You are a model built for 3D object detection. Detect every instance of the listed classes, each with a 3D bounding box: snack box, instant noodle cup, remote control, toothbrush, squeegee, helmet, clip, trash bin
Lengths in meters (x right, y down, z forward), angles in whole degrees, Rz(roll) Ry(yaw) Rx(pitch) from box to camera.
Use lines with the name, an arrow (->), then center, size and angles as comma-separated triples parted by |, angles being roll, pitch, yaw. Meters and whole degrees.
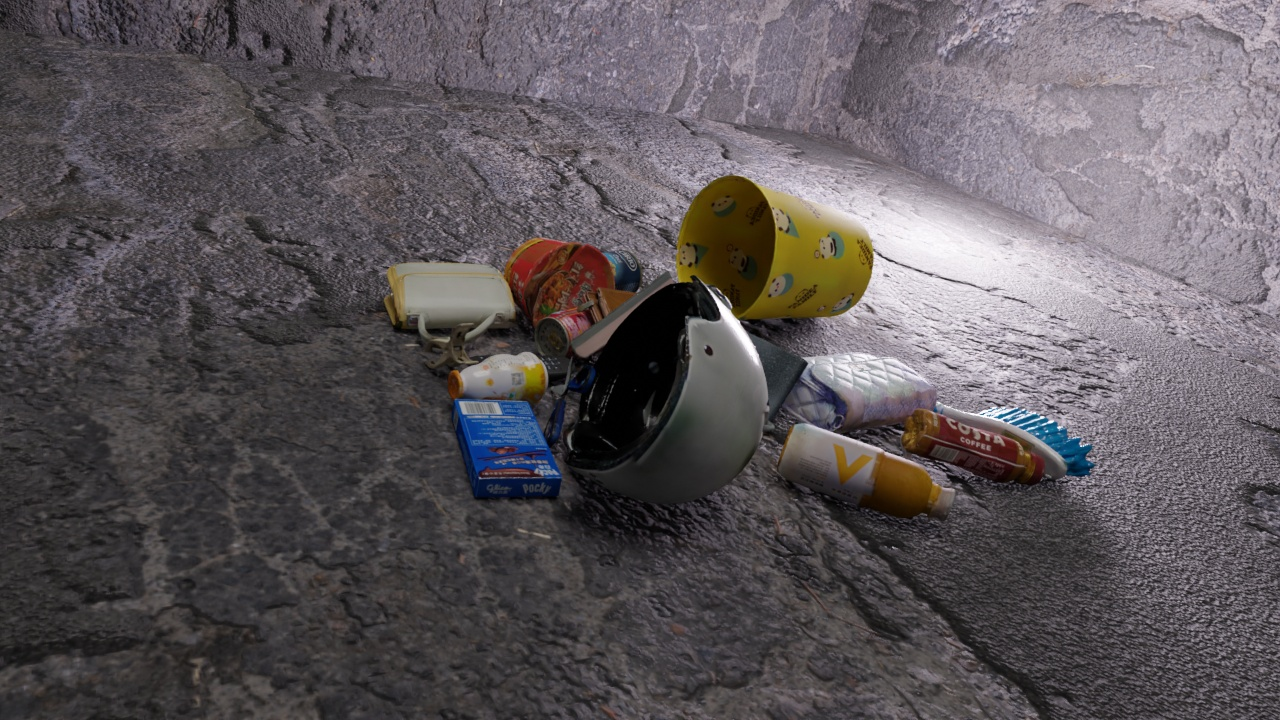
snack box -> -0.141, 0.088, 0.949 | 0.084, 0.026, 0.157 | 3, 26, -22
instant noodle cup -> -0.119, -0.109, 1.284 | 0.137, 0.138, 0.108 | -2, 19, -31
remote control -> -0.146, 0.012, 1.123 | 0.136, 0.024, 0.053 | 0, 28, -25
toothbrush -> 0.323, 0.131, 1.114 | 0.016, 0.016, 0.179 | 10, 24, 7
squeegee -> 0.063, 0.016, 1.158 | 0.249, 0.040, 0.246 | 39, 39, 9
helmet -> 0.042, 0.046, 0.940 | 0.157, 0.230, 0.274 | 37, 10, -13
clip -> -0.221, -0.013, 1.078 | 0.034, 0.071, 0.100 | -4, -5, -33
trash bin -> 0.227, -0.169, 1.499 | 0.254, 0.230, 0.229 | 2, 25, -37

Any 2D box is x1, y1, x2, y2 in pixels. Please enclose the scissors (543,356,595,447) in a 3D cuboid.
scissors -> -0.082, 0.034, 1.029 | 0.012, 0.165, 0.162 | 30, 48, -14

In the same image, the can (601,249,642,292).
can -> -0.062, -0.129, 1.421 | 0.075, 0.075, 0.111 | 30, 29, 34

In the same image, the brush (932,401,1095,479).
brush -> 0.451, 0.079, 1.257 | 0.109, 0.061, 0.315 | -10, 30, -36

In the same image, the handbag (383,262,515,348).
handbag -> -0.247, -0.072, 1.217 | 0.163, 0.063, 0.178 | -2, 31, -24

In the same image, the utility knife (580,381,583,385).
utility knife -> -0.007, 0.007, 1.218 | 0.034, 0.018, 0.237 | 22, 23, 20

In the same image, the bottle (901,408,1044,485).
bottle -> 0.414, 0.112, 1.136 | 0.175, 0.058, 0.057 | 19, 23, -9

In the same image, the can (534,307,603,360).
can -> -0.087, -0.035, 1.206 | 0.066, 0.067, 0.093 | 28, 27, 30

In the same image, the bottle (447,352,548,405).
bottle -> -0.162, 0.024, 1.038 | 0.108, 0.063, 0.063 | -5, 30, -34

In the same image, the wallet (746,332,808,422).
wallet -> 0.143, 0.018, 1.190 | 0.121, 0.097, 0.019 | 29, -11, 34

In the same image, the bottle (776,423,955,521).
bottle -> 0.249, 0.128, 1.015 | 0.189, 0.068, 0.067 | 19, 24, 13

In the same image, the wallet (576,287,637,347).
wallet -> -0.017, -0.034, 1.192 | 0.118, 0.035, 0.130 | 2, 57, -43

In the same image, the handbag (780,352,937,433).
handbag -> 0.284, 0.041, 1.221 | 0.193, 0.076, 0.134 | -7, 31, -37
